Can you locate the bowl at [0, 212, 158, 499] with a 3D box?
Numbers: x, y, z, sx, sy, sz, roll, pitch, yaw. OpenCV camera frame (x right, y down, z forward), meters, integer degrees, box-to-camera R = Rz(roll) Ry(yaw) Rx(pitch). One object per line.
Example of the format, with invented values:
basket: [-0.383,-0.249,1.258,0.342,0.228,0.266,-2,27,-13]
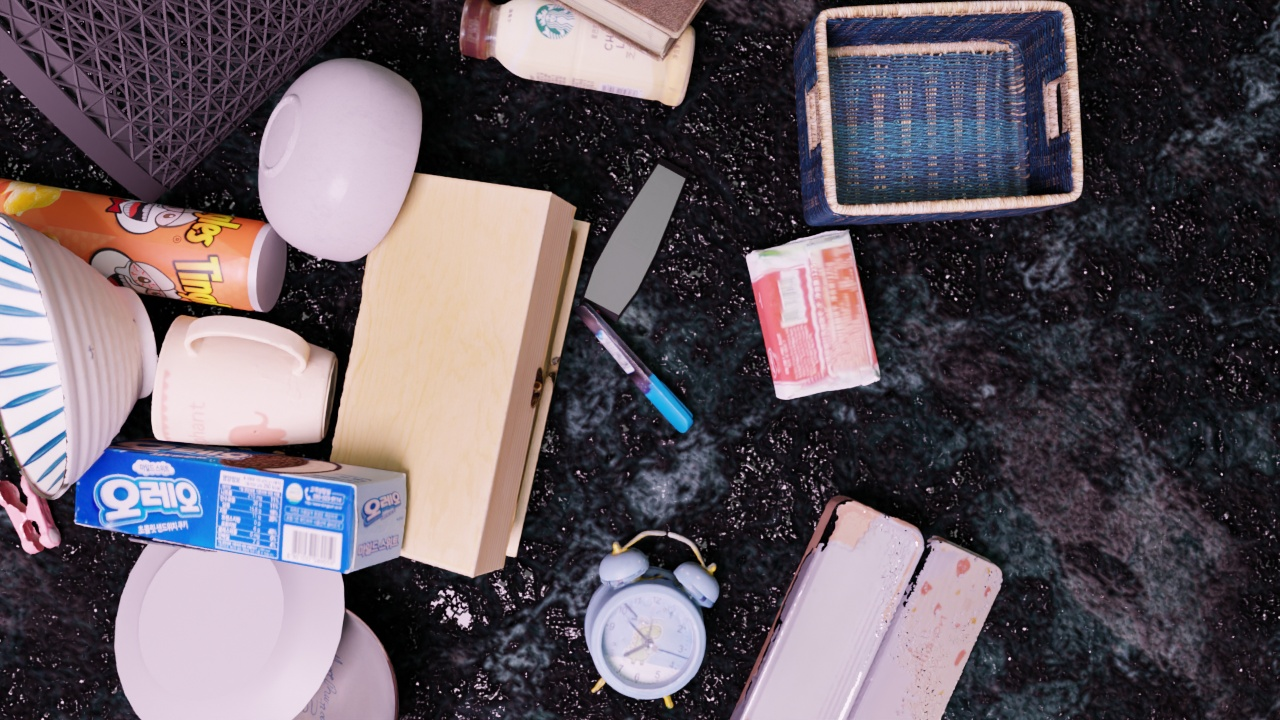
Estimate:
bowl: [-0.357,-0.007,0.581,0.070,0.178,0.177,-14,92,-45]

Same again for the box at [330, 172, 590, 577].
box: [-0.125,0.007,0.644,0.141,0.122,0.249,11,89,21]

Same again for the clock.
clock: [0.007,0.184,0.664,0.089,0.051,0.124,14,90,-3]

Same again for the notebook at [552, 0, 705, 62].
notebook: [-0.027,-0.326,0.643,0.215,0.035,0.189,30,67,2]

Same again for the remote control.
remote control: [-0.003,-0.091,0.680,0.039,0.010,0.124,28,88,-5]

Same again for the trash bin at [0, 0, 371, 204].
trash bin: [-0.280,-0.259,0.566,0.243,0.217,0.217,-40,94,-10]

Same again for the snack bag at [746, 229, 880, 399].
snack bag: [0.127,-0.033,0.679,0.077,0.036,0.116,-13,91,-5]

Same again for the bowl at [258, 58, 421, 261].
bowl: [-0.206,-0.135,0.598,0.064,0.132,0.132,16,89,-43]

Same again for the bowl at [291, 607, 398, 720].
bowl: [-0.229,0.237,0.632,0.151,0.057,0.150,-2,74,8]

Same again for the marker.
marker: [-0.004,0.004,0.677,0.123,0.018,0.015,48,54,-6]

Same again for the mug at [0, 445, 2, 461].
mug: [-0.464,0.022,0.599,0.081,0.097,0.122,-41,94,-3]

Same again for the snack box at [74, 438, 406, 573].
snack box: [-0.262,0.090,0.595,0.227,0.059,0.059,3,91,20]

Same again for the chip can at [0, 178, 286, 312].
chip can: [-0.358,-0.080,0.625,0.210,0.062,0.062,9,90,-5]

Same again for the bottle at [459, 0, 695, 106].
bottle: [-0.045,-0.223,0.653,0.162,0.056,0.056,9,90,-5]

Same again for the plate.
plate: [-0.285,0.173,0.621,0.173,0.019,0.172,-3,72,11]

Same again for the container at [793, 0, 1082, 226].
container: [0.212,-0.175,0.667,0.187,0.071,0.145,-4,91,-5]

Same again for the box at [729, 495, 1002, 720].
box: [0.170,0.225,0.690,0.154,0.058,0.216,25,88,-3]

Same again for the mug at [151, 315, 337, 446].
mug: [-0.260,0.010,0.613,0.104,0.112,0.085,9,53,-15]

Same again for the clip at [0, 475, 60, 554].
clip: [-0.422,0.105,0.643,0.038,0.022,0.059,-18,97,-7]
